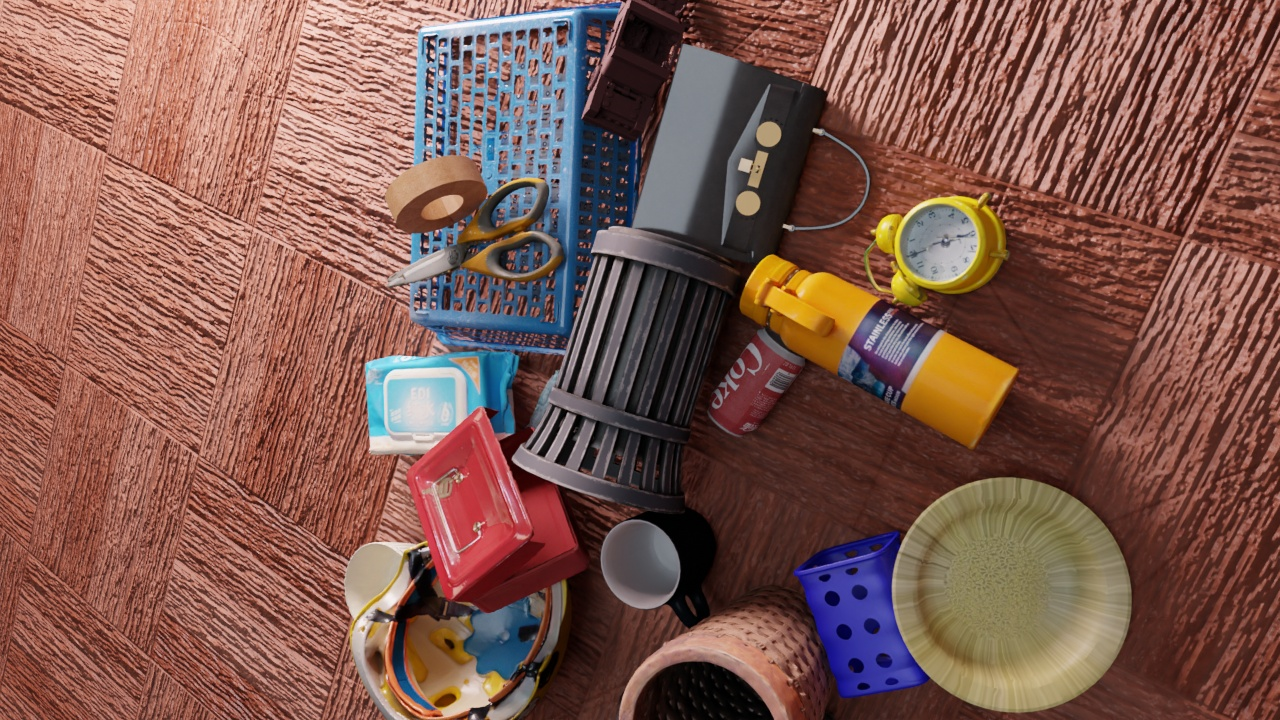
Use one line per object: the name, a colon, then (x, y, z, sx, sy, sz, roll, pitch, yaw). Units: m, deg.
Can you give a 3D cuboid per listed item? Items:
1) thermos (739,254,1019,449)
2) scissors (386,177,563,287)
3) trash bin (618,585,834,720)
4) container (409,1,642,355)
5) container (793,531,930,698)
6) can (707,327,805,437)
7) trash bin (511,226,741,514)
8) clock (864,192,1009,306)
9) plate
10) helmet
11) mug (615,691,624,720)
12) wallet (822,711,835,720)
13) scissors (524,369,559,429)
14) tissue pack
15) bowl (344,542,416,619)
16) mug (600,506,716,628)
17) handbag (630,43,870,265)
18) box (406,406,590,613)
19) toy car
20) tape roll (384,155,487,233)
thermos: (0.196, -0.018, 0.780, 0.233, 0.091, 0.076, 31, 74, 21)
scissors: (-0.171, -0.097, 0.916, 0.229, 0.016, 0.114, -22, 82, 28)
trash bin: (0.094, 0.285, 0.788, 0.151, 0.209, 0.151, 2, 94, 27)
container: (-0.132, -0.187, 0.952, 0.258, 0.089, 0.362, 5, 95, 28)
container: (0.200, 0.220, 0.798, 0.085, 0.085, 0.113, -22, 84, 28)
can: (0.107, 0.021, 0.855, 0.054, 0.054, 0.097, 42, 110, 20)
trash bin: (-0.005, 0.005, 0.844, 0.164, 0.164, 0.227, 17, 90, 26)
clock: (0.247, -0.092, 0.772, 0.119, 0.057, 0.083, -20, 83, 36)
plate: (0.298, 0.188, 0.752, 0.184, 0.036, 0.184, 0, 86, 6)
helmet: (-0.164, 0.287, 0.967, 0.209, 0.140, 0.239, 34, 73, 28)
mug: (-0.001, 0.391, 0.895, 0.096, 0.122, 0.110, 19, 102, 46)
wallet: (0.155, 0.402, 0.855, 0.101, 0.054, 0.131, -24, 86, 28)
scissors: (-0.112, 0.092, 1.000, 0.101, 0.016, 0.179, 48, 109, 22)
tissue pack: (-0.220, 0.049, 1.022, 0.210, 0.066, 0.117, -3, 88, 30)
bowl: (-0.281, 0.263, 1.071, 0.115, 0.062, 0.115, 2, 94, 28)
mug: (0.030, 0.201, 0.882, 0.085, 0.094, 0.121, -36, 76, 25)
handbag: (0.113, -0.174, 0.847, 0.196, 0.072, 0.176, 19, 102, 15)
box: (-0.139, 0.153, 0.910, 0.137, 0.126, 0.157, -36, 58, 16)
toy car: (0.002, -0.297, 0.853, 0.070, 0.062, 0.169, 20, 81, -16)
tape roll: (-0.196, -0.159, 0.882, 0.094, 0.093, 0.027, -31, 78, 26)
